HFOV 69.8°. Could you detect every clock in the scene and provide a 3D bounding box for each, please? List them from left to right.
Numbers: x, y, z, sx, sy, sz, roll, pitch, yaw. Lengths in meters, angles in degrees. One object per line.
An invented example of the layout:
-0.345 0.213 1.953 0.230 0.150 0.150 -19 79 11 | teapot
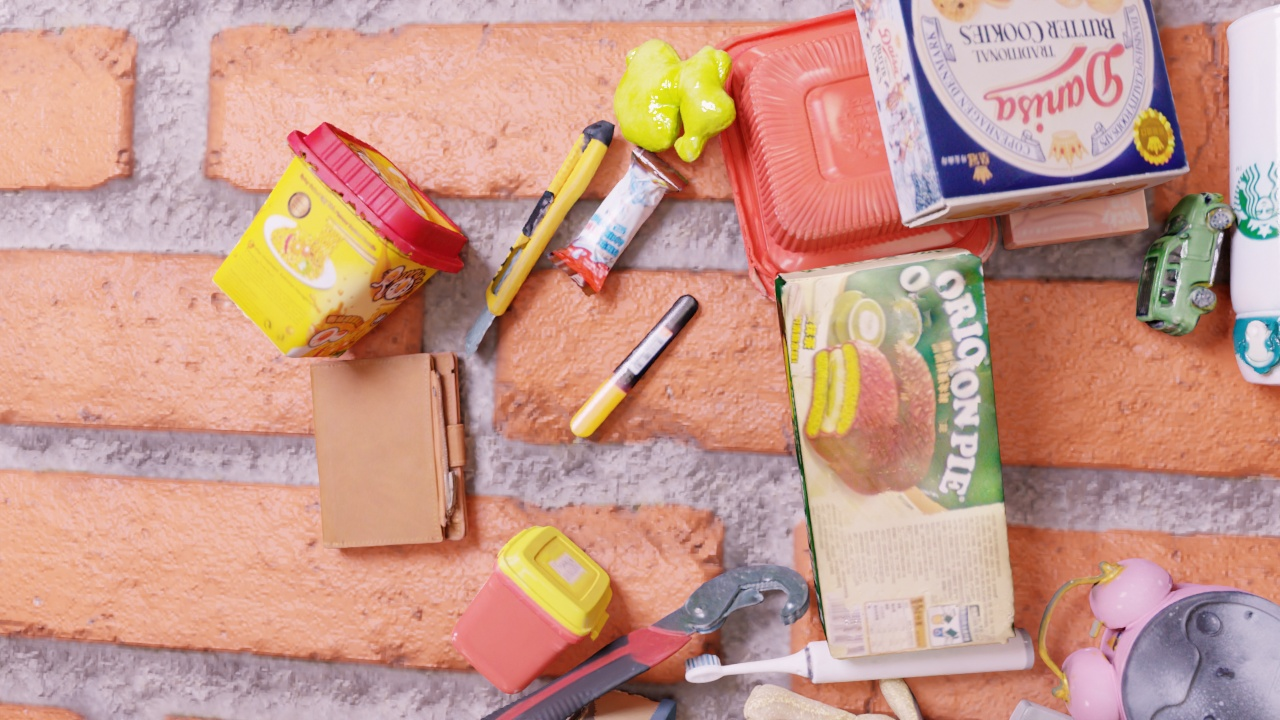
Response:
0.327 0.187 0.565 0.158 0.060 0.117 19 92 5 | clock

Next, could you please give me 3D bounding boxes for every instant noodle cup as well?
-0.197 -0.071 0.599 0.116 0.116 0.124 45 96 5 | instant noodle cup
0.135 -0.137 0.582 0.164 0.079 0.189 -13 89 6 | instant noodle cup

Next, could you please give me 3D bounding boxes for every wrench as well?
-0.015 0.194 0.571 0.273 0.056 0.016 -23 123 -16 | wrench

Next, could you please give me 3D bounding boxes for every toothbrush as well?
0.139 0.193 0.592 0.221 0.026 0.027 -4 118 1 | toothbrush

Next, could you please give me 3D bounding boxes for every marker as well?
-0.004 0.004 0.627 0.018 0.015 0.124 41 91 4 | marker

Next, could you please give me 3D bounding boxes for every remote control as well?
0.300 0.267 0.586 0.135 0.019 0.056 20 91 6 | remote control

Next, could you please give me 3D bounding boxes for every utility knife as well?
-0.073 -0.083 0.627 0.015 0.033 0.190 30 93 -38 | utility knife

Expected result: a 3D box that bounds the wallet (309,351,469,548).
-0.174 0.062 0.636 0.108 0.031 0.132 -6 89 10 | wallet

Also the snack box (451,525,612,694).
-0.070 0.163 0.595 0.082 0.091 0.080 40 100 5 | snack box

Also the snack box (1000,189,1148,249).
0.271 -0.155 0.592 0.084 0.026 0.157 -6 89 6 | snack box

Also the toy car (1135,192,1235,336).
0.339 -0.061 0.575 0.036 0.043 0.091 15 90 7 | toy car

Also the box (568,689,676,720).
-0.021 0.298 0.587 0.063 0.089 0.184 10 91 12 | box

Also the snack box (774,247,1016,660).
0.154 0.057 0.561 0.114 0.063 0.240 -9 100 6 | snack box

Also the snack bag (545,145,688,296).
-0.016 -0.095 0.622 0.048 0.026 0.104 42 94 14 | snack bag

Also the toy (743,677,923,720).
0.142 0.247 0.581 0.157 0.066 0.105 10 69 12 | toy

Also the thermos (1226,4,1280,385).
0.394 -0.097 0.557 0.073 0.073 0.224 0 89 6 | thermos

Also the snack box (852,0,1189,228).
0.216 -0.179 0.528 0.177 0.046 0.182 -11 87 -20 | snack box

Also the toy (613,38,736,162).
0.018 -0.169 0.597 0.100 0.031 0.096 -14 74 41 | toy
